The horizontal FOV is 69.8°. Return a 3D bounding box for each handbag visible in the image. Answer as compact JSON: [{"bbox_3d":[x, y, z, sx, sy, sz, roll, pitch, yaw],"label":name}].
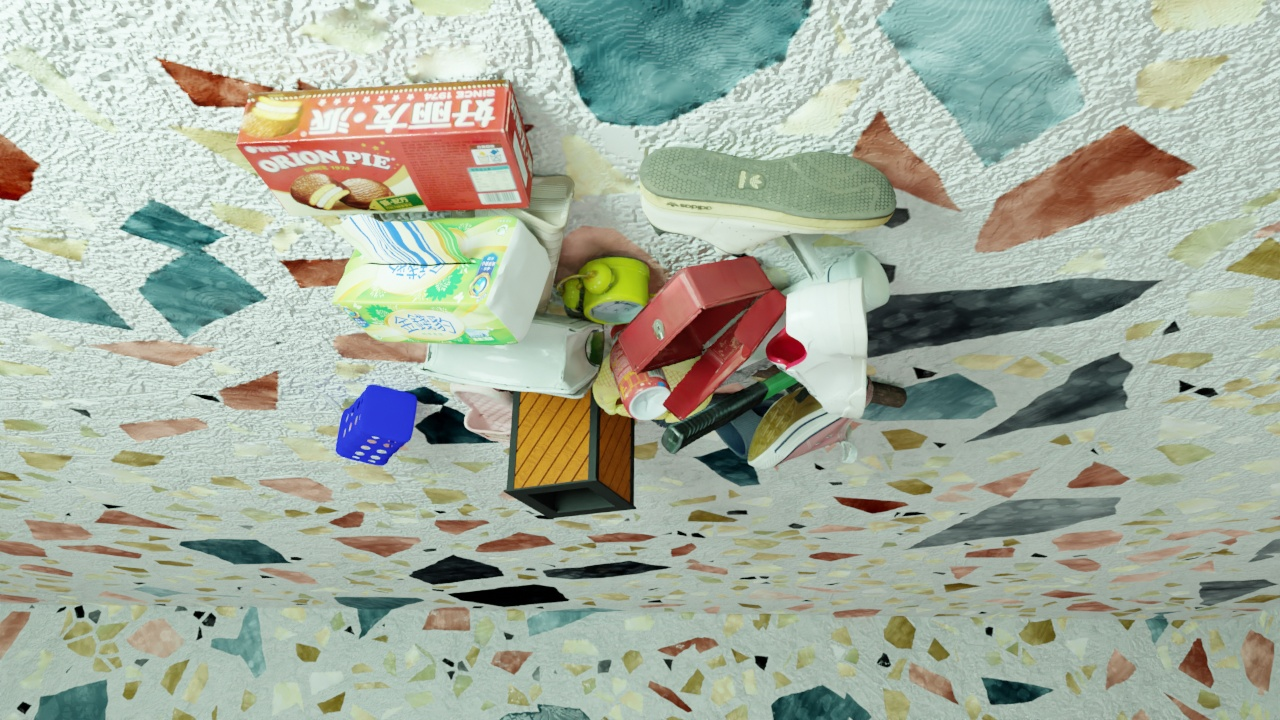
[{"bbox_3d":[-0.152,-0.014,1.078,0.199,0.096,0.141,7,-173,11],"label":"handbag"},{"bbox_3d":[-0.179,-0.136,0.955,0.198,0.062,0.176,13,153,-6],"label":"handbag"}]

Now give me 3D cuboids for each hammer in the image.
[{"bbox_3d":[0.143,0.038,1.088,0.317,0.032,0.131,-23,153,-40],"label":"hammer"},{"bbox_3d":[0.231,0.043,1.317,0.300,0.037,0.218,12,152,-23],"label":"hammer"}]

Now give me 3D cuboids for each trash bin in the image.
[{"bbox_3d":[-0.096,0.120,1.325,0.140,0.171,0.139,-10,152,20],"label":"trash bin"}]

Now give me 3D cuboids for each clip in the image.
[{"bbox_3d":[-0.064,-0.056,1.134,0.075,0.023,0.061,20,147,-39],"label":"clip"},{"bbox_3d":[0.167,-0.135,0.934,0.054,0.101,0.044,-36,-175,-40],"label":"clip"}]

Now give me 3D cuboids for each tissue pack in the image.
[{"bbox_3d":[-0.207,-0.093,0.882,0.198,0.120,0.141,-4,148,23],"label":"tissue pack"}]

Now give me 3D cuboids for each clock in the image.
[{"bbox_3d":[-0.040,-0.082,1.038,0.119,0.057,0.083,12,155,-35],"label":"clock"}]

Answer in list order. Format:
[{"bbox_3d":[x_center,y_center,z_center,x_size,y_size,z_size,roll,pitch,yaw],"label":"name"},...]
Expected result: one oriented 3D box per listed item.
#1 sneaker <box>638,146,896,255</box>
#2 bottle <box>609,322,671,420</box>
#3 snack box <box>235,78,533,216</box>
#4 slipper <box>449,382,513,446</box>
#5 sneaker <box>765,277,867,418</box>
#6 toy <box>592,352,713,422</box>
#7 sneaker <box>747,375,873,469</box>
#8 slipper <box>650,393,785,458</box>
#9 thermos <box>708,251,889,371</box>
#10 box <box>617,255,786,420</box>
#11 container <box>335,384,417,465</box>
[{"bbox_3d":[0.116,-0.139,0.878,0.241,0.088,0.102,6,145,0],"label":"sneaker"},{"bbox_3d":[-0.007,0.007,1.132,0.062,0.137,0.062,-10,134,-11],"label":"bottle"},{"bbox_3d":[-0.222,-0.187,0.823,0.236,0.060,0.113,-2,155,5],"label":"snack box"},{"bbox_3d":[-0.216,0.084,1.374,0.107,0.055,0.222,6,154,17],"label":"slipper"},{"bbox_3d":[0.193,-0.006,1.007,0.104,0.090,0.237,-2,154,12],"label":"sneaker"},{"bbox_3d":[0.021,0.025,1.227,0.170,0.064,0.155,10,129,-17],"label":"toy"},{"bbox_3d":[0.241,0.090,1.255,0.088,0.118,0.242,29,140,-17],"label":"sneaker"},{"bbox_3d":[0.142,0.101,1.388,0.263,0.082,0.101,2,152,-2],"label":"slipper"},{"bbox_3d":[0.182,-0.054,1.083,0.067,0.067,0.231,20,148,-35],"label":"thermos"},{"bbox_3d":[0.069,-0.041,1.040,0.127,0.136,0.158,45,136,4],"label":"box"},{"bbox_3d":[-0.399,0.098,1.389,0.085,0.084,0.114,17,149,-28],"label":"container"}]
